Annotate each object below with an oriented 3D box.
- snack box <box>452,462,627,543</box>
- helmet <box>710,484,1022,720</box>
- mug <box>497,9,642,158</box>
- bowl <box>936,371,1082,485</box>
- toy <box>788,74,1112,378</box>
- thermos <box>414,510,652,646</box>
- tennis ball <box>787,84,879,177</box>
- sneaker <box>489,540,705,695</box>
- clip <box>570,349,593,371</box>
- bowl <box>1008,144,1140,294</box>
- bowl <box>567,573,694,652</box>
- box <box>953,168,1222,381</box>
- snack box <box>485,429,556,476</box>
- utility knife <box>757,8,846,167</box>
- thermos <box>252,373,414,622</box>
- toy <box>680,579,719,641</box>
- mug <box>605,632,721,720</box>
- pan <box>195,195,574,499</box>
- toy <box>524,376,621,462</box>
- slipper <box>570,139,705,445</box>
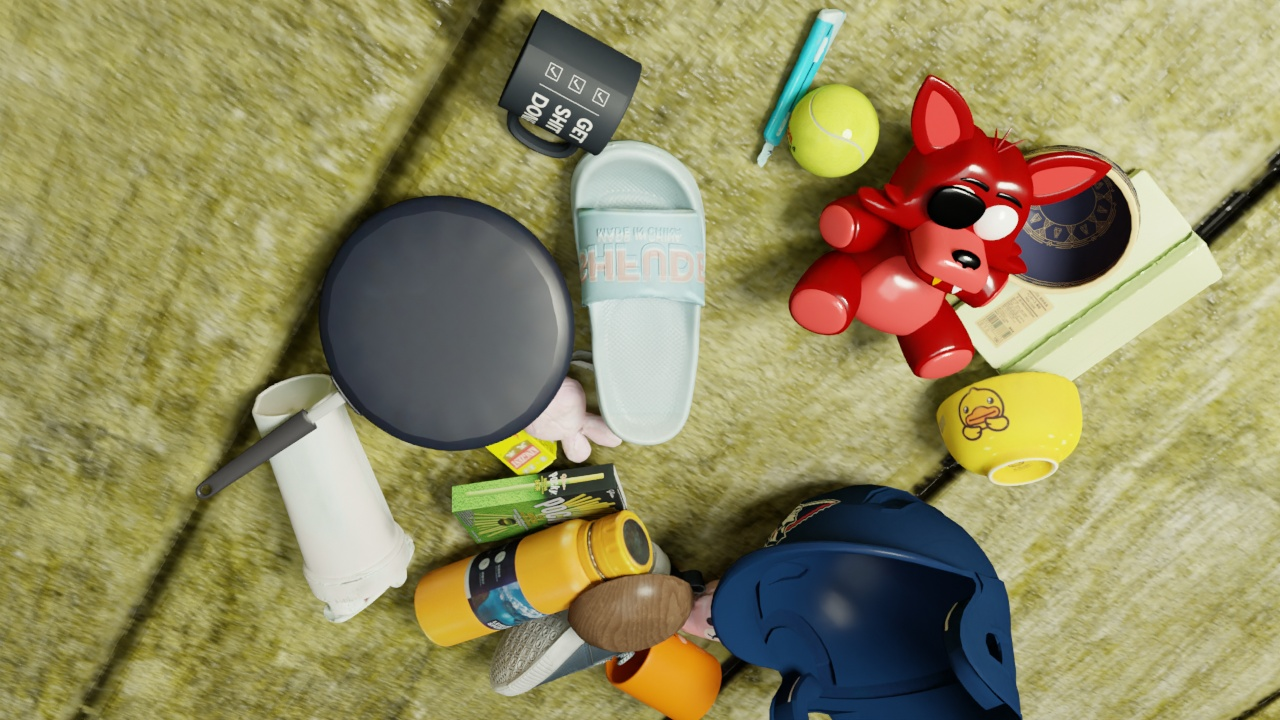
[{"bbox_3d":[-0.091,0.133,0.849,0.147,0.025,0.080,-9,148,3],"label":"snack box"},{"bbox_3d":[0.192,0.214,0.812,0.272,0.222,0.233,25,133,-27],"label":"helmet"},{"bbox_3d":[-0.057,-0.185,0.653,0.077,0.071,0.105,24,144,-16],"label":"mug"},{"bbox_3d":[0.321,0.066,0.790,0.117,0.067,0.117,-2,150,-1],"label":"bowl"},{"bbox_3d":[0.215,-0.090,0.670,0.158,0.120,0.198,22,130,-12],"label":"toy"},{"bbox_3d":[-0.097,0.203,0.865,0.233,0.076,0.091,-24,160,24],"label":"thermos"},{"bbox_3d":[0.140,-0.166,0.666,0.065,0.065,0.065,-1,122,-2],"label":"tennis ball"},{"bbox_3d":[-0.046,0.268,0.922,0.236,0.089,0.087,-35,121,14],"label":"sneaker"},{"bbox_3d":[-0.005,0.005,0.789,0.101,0.040,0.054,21,131,-15],"label":"clip"},{"bbox_3d":[0.321,-0.114,0.701,0.112,0.061,0.113,19,129,26],"label":"bowl"},{"bbox_3d":[-0.006,0.234,0.824,0.118,0.030,0.118,-8,140,-7],"label":"bowl"},{"bbox_3d":[0.370,-0.051,0.762,0.188,0.047,0.141,-39,113,21],"label":"box"},{"bbox_3d":[-0.137,0.045,0.809,0.040,0.028,0.148,-36,116,19],"label":"snack box"},{"bbox_3d":[0.115,-0.199,0.676,0.022,0.015,0.124,-2,129,-36],"label":"utility knife"},{"bbox_3d":[-0.271,0.123,0.820,0.099,0.099,0.221,-8,118,3],"label":"thermos"},{"bbox_3d":[0.075,0.259,0.937,0.096,0.052,0.099,-16,134,21],"label":"toy"},{"bbox_3d":[0.013,0.329,0.972,0.096,0.077,0.113,37,142,-22],"label":"mug"},{"bbox_3d":[-0.215,0.017,0.716,0.357,0.021,0.199,-33,98,11],"label":"pan"},{"bbox_3d":[-0.067,0.049,0.805,0.064,0.047,0.110,-30,125,19],"label":"toy"},{"bbox_3d":[0.003,-0.045,0.711,0.104,0.074,0.245,-4,107,-3],"label":"slipper"}]
